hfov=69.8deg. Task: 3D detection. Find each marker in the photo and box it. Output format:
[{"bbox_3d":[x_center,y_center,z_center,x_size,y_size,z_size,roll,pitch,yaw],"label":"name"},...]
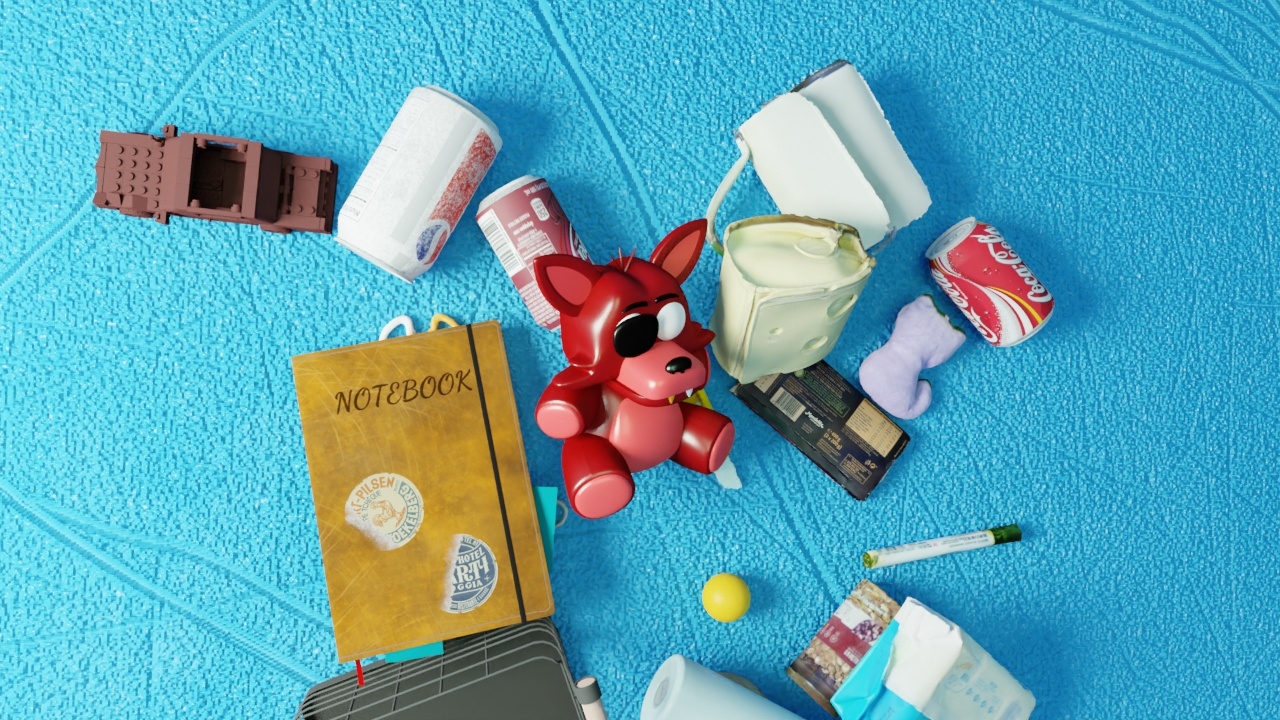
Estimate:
[{"bbox_3d":[0.267,0.164,0.810,0.146,0.017,0.017,-8,92,-9],"label":"marker"}]

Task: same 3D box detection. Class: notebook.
[{"bbox_3d":[-0.157,0.102,0.703,0.178,0.014,0.249,-11,81,-8],"label":"notebook"}]

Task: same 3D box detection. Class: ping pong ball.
[{"bbox_3d":[0.072,0.198,0.765,0.040,0.040,0.040,0,91,-10],"label":"ping pong ball"}]

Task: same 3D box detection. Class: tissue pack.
[{"bbox_3d":[0.250,0.285,0.759,0.209,0.066,0.117,40,85,-35],"label":"tissue pack"}]

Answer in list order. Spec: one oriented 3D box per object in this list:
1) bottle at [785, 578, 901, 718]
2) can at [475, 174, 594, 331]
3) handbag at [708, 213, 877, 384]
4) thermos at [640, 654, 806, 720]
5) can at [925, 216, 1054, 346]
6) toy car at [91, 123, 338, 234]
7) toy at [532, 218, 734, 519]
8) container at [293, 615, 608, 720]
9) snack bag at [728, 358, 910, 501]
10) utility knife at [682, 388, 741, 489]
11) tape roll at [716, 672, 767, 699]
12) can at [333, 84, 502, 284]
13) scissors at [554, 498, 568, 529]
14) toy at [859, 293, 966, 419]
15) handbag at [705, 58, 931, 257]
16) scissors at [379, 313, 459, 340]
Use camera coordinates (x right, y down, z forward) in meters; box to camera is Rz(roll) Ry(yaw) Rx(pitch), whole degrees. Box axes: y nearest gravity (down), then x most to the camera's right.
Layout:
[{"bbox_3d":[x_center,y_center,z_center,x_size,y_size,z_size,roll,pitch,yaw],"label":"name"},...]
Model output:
[{"bbox_3d":[0.178,0.243,0.776,0.056,0.056,0.105,43,84,-8],"label":"bottle"},{"bbox_3d":[-0.077,-0.084,0.724,0.063,0.063,0.114,-31,96,-8],"label":"can"},{"bbox_3d":[0.116,-0.050,0.720,0.111,0.119,0.081,-8,57,-9],"label":"handbag"},{"bbox_3d":[0.103,0.308,0.730,0.207,0.065,0.078,30,92,-8],"label":"thermos"},{"bbox_3d":[0.298,-0.067,0.787,0.064,0.064,0.105,-44,97,-6],"label":"can"},{"bbox_3d":[-0.319,-0.133,0.684,0.169,0.062,0.070,6,90,-10],"label":"toy car"},{"bbox_3d":[-0.004,0.004,0.687,0.158,0.120,0.197,-17,120,-30],"label":"toy"},{"bbox_3d":[-0.138,0.307,0.683,0.241,0.130,0.163,-19,97,-9],"label":"container"},{"bbox_3d":[0.157,0.047,0.788,0.155,0.018,0.074,41,85,-8],"label":"snack bag"},{"bbox_3d":[0.044,0.031,0.773,0.030,0.017,0.175,-25,98,1],"label":"utility knife"},{"bbox_3d":[0.069,0.314,0.773,0.094,0.027,0.094,0,91,-10],"label":"tape roll"},{"bbox_3d":[-0.170,-0.134,0.701,0.078,0.078,0.136,30,86,-9],"label":"can"},{"bbox_3d":[-0.131,0.129,0.742,0.141,0.014,0.171,14,91,-15],"label":"scissors"},{"bbox_3d":[0.237,0.000,0.794,0.080,0.036,0.099,41,88,-18],"label":"toy"},{"bbox_3d":[0.132,-0.141,0.754,0.176,0.074,0.151,-32,96,-7],"label":"handbag"},{"bbox_3d":[-0.181,0.026,0.735,0.073,0.012,0.131,5,89,-8],"label":"scissors"}]
